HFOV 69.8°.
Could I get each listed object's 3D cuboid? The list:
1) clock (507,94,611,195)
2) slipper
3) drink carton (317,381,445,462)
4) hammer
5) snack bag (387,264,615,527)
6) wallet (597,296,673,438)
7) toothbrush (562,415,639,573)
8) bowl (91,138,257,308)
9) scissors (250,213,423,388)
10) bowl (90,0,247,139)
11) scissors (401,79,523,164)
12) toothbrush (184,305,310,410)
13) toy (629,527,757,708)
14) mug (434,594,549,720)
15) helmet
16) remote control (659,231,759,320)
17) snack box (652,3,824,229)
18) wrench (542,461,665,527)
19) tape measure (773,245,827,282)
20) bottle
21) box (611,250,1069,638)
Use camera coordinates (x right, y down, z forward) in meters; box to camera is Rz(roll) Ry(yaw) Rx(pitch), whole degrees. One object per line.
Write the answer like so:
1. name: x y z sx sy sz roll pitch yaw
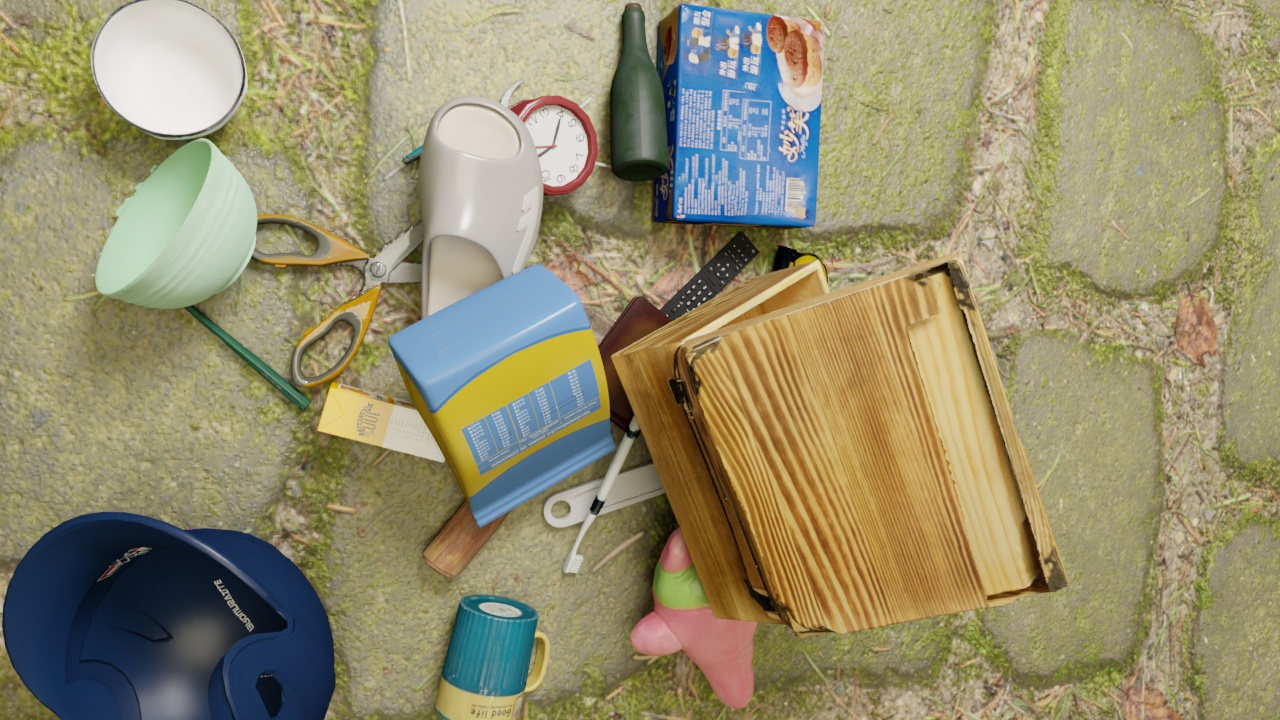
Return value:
1. clock: -0.099 -0.198 0.865 0.137 0.048 0.096 -23 110 -27
2. slipper: -0.151 -0.094 0.819 0.113 0.080 0.266 8 112 -8
3. drink carton: -0.232 0.058 0.855 0.122 0.058 0.040 17 90 -17
4. hammer: -0.114 0.081 0.904 0.158 0.037 0.300 38 84 -16
5. snack bag: -0.110 0.042 0.820 0.158 0.102 0.205 -29 128 -17
6. wallet: -0.005 0.005 0.901 0.091 0.018 0.115 38 85 -16
7. toothbrush: -0.036 0.136 0.918 0.017 0.012 0.187 15 108 -32
8. bowl: -0.376 -0.103 0.767 0.077 0.151 0.151 39 82 -44
9. scissors: -0.270 -0.086 0.854 0.216 0.016 0.225 44 78 -15
10. bowl: -0.393 -0.242 0.779 0.116 0.066 0.116 -1 95 -16
11. scissors: -0.159 -0.203 0.876 0.124 0.019 0.154 12 89 -19
12. toothbrush: -0.378 -0.018 0.828 0.190 0.016 0.017 43 80 -15
13. toy: 0.079 0.257 0.950 0.191 0.097 0.237 -22 111 -27
14. mug: -0.138 0.292 0.901 0.113 0.083 0.107 13 88 -45
15. helmet: -0.374 0.233 0.744 0.232 0.222 0.272 -26 112 11
16. remote control: 0.066 -0.077 0.957 0.140 0.009 0.030 -44 105 -9
17. snack box: 0.097 -0.238 0.921 0.155 0.069 0.203 0 95 -16
18. wrench: 0.032 0.129 0.962 0.273 0.018 0.087 -17 101 -13
19. tape measure: 0.169 -0.086 0.974 0.061 0.034 0.061 9 93 -19
20. bottle: -0.004 -0.265 0.892 0.055 0.055 0.174 1 79 -17
21. box: 0.177 0.068 0.785 0.283 0.324 0.279 -30 104 -40
